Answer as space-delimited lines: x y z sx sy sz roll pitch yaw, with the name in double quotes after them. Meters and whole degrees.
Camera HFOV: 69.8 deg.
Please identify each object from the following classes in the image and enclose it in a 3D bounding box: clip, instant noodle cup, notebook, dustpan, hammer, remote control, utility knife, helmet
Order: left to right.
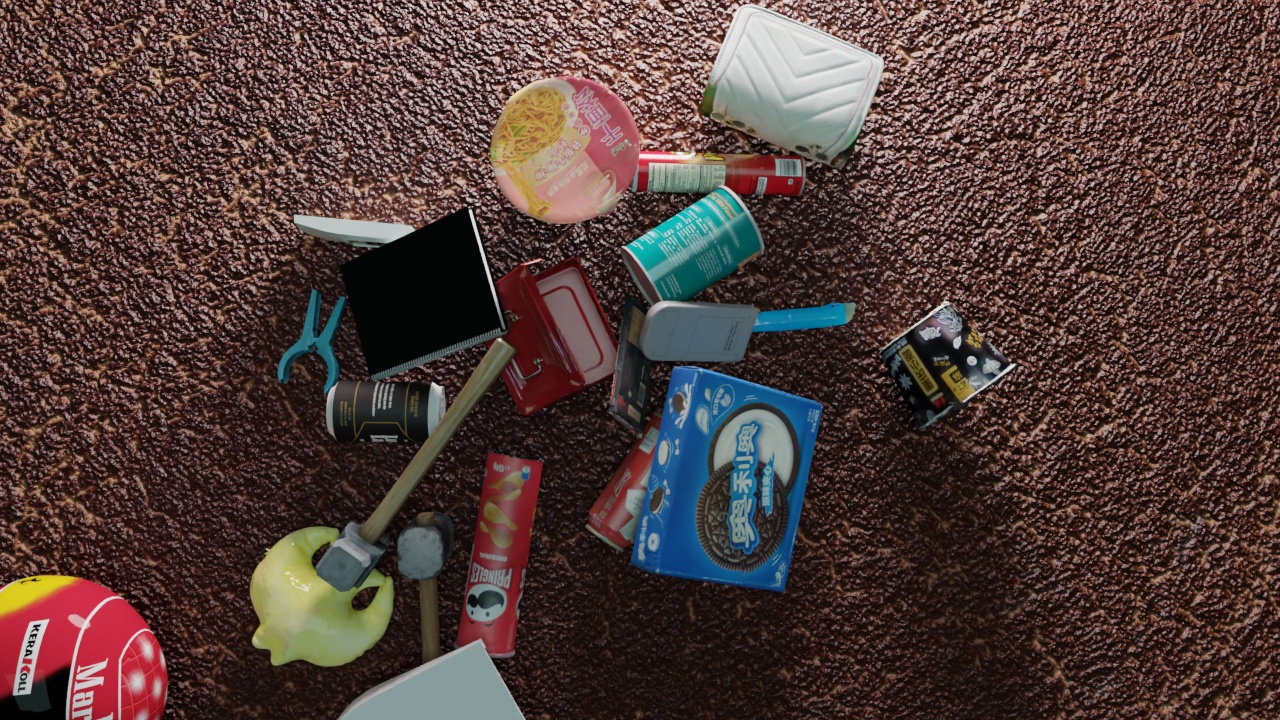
-0.630 0.367 0.978 0.224 0.197 0.271 0 94 -5 "helmet"
-0.411 -0.021 1.110 0.121 0.031 0.130 -7 87 -1 "clip"
-0.341 -0.153 1.112 0.143 0.049 0.024 5 84 -4 "remote control"
-0.258 -0.074 1.076 0.207 0.016 0.149 -18 87 27 "notebook"
-0.243 0.112 1.028 0.051 0.117 0.323 36 90 -3 "hammer"
-0.246 0.451 1.050 0.258 0.053 0.191 -28 95 2 "dustpan"
-0.244 0.341 1.072 0.052 0.098 0.328 -2 92 -3 "hammer"
-0.086 -0.245 1.117 0.179 0.077 0.178 0 85 5 "instant noodle cup"
0.069 -0.035 1.109 0.150 0.019 0.074 1 119 -30 "remote control"
0.165 -0.052 1.163 0.225 0.015 0.031 -4 84 -8 "utility knife"
0.366 0.003 1.123 0.137 0.137 0.112 -35 79 -6 "instant noodle cup"

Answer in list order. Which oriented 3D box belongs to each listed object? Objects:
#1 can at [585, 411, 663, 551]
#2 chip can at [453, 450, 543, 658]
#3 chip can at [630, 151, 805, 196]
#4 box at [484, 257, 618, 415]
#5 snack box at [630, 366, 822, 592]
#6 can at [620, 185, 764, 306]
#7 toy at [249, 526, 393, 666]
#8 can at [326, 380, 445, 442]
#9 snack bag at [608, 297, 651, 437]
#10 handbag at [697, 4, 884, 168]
0.003 0.145 1.109 0.067 0.067 0.170 35 84 -1 "can"
-0.166 0.226 1.088 0.073 0.073 0.233 9 84 -4 "chip can"
0.096 -0.235 1.153 0.214 0.052 0.051 1 86 -5 "chip can"
-0.103 -0.033 1.104 0.147 0.155 0.157 -25 91 36 "box"
0.106 0.142 1.084 0.195 0.056 0.238 16 84 -31 "snack box"
0.063 -0.133 1.118 0.144 0.099 0.099 -33 89 -6 "can"
-0.380 0.282 1.069 0.170 0.065 0.154 42 65 1 "toy"
-0.300 0.061 1.088 0.128 0.072 0.072 1 85 -5 "can"
-0.007 0.006 1.097 0.018 0.074 0.155 -5 64 26 "snack bag"
0.185 -0.332 1.141 0.198 0.096 0.141 23 75 0 "handbag"
